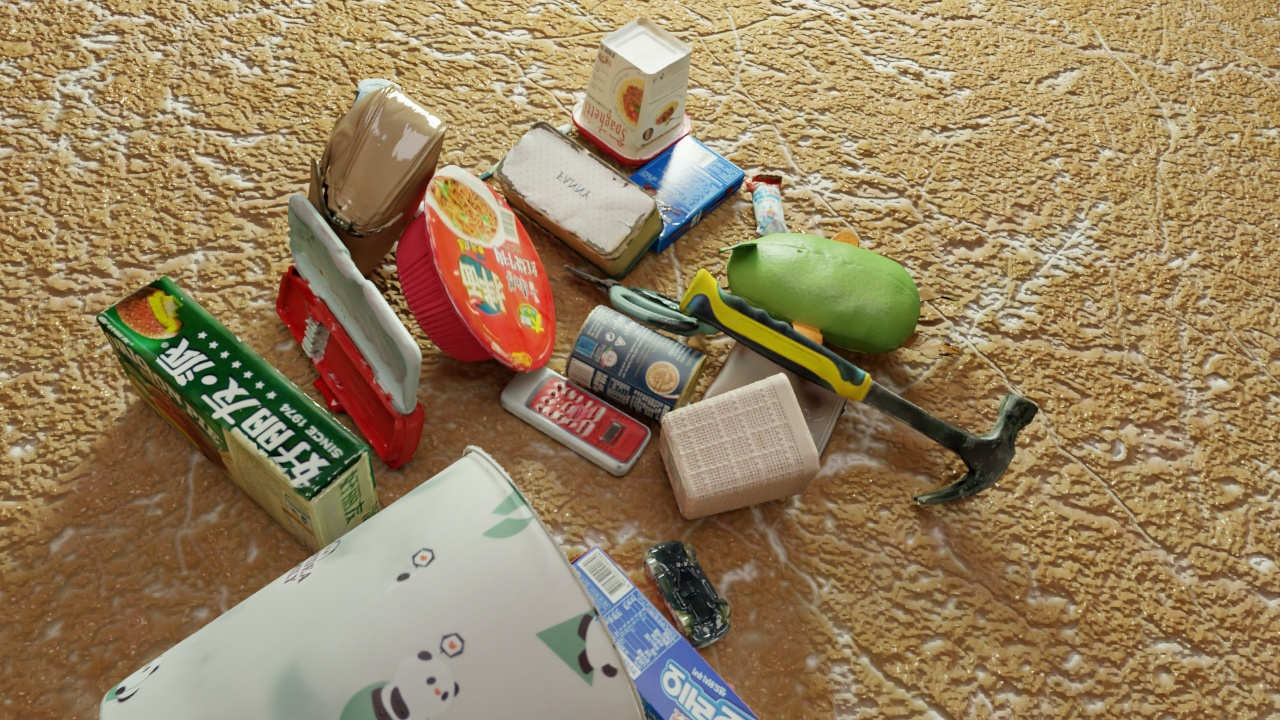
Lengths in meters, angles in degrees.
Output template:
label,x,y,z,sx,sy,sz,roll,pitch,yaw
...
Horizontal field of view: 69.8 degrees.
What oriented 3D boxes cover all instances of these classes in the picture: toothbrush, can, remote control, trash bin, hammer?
label,x,y,z,sx,sy,sz,roll,pitch,yaw
toothbrush,-0.143,-0.222,1.008,0.016,0.018,0.191,40,57,18
can,-0.005,0.005,0.832,0.111,0.075,0.075,26,54,9
remote control,-0.058,0.050,0.823,0.136,0.020,0.055,30,55,11
trash bin,-0.159,0.213,0.568,0.251,0.230,0.229,-30,64,-21
hammer,0.181,0.019,0.819,0.323,0.032,0.126,29,93,1

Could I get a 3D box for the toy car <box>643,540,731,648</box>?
label,x,y,z,sx,sy,sz,roll,pitch,yaw
toy car,0.036,0.186,0.733,0.042,0.034,0.090,-21,59,-21

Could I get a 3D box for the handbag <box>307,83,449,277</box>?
label,x,y,z,sx,sy,sz,roll,pitch,yaw
handbag,-0.247,-0.158,0.825,0.099,0.205,0.147,30,69,-14

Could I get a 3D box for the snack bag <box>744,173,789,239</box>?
label,x,y,z,sx,sy,sz,roll,pitch,yaw
snack bag,0.142,-0.165,1.016,0.045,0.026,0.105,4,56,-12

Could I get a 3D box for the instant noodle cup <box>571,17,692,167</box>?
label,x,y,z,sx,sy,sz,roll,pitch,yaw
instant noodle cup,-0.003,-0.301,1.026,0.116,0.124,0.116,39,57,17

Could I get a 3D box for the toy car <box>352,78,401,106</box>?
label,x,y,z,sx,sy,sz,roll,pitch,yaw
toy car,-0.295,-0.278,1.012,0.049,0.031,0.105,8,52,-6

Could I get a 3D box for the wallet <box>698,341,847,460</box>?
label,x,y,z,sx,sy,sz,roll,pitch,yaw
wallet,0.128,0.035,0.864,0.124,0.032,0.101,26,56,9

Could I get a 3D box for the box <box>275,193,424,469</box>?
label,x,y,z,sx,sy,sz,roll,pitch,yaw
box,-0.240,-0.023,0.758,0.037,0.158,0.201,-21,60,-40

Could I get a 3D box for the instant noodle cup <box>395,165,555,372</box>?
label,x,y,z,sx,sy,sz,roll,pitch,yaw
instant noodle cup,-0.152,-0.071,0.820,0.066,0.194,0.193,-21,51,21

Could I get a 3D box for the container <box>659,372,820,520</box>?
label,x,y,z,sx,sy,sz,roll,pitch,yaw
container,0.079,0.077,0.775,0.111,0.090,0.090,-15,68,-7

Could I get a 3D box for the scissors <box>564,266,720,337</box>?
label,x,y,z,sx,sy,sz,roll,pitch,yaw
scissors,-0.012,-0.060,0.880,0.180,0.019,0.139,24,16,16

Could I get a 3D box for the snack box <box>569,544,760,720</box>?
label,x,y,z,sx,sy,sz,roll,pitch,yaw
snack box,0.013,0.234,0.678,0.057,0.058,0.207,-35,66,-30

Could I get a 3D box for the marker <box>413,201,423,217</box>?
label,x,y,z,sx,sy,sz,roll,pitch,yaw
marker,-0.259,-0.178,0.954,0.131,0.018,0.022,39,65,18

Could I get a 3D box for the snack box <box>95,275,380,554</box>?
label,x,y,z,sx,sy,sz,roll,pitch,yaw
snack box,-0.311,0.047,0.718,0.240,0.115,0.063,36,56,16

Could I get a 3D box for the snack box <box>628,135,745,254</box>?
label,x,y,z,sx,sy,sz,roll,pitch,yaw
snack box,0.037,-0.185,1.010,0.084,0.026,0.156,38,56,17

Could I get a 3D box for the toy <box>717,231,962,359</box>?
label,x,y,z,sx,sy,sz,roll,pitch,yaw
toy,0.196,-0.066,0.914,0.247,0.090,0.226,20,41,9

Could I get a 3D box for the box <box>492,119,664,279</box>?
label,x,y,z,sx,sy,sz,roll,pitch,yaw
box,-0.059,-0.162,0.939,0.184,0.059,0.089,40,82,15
